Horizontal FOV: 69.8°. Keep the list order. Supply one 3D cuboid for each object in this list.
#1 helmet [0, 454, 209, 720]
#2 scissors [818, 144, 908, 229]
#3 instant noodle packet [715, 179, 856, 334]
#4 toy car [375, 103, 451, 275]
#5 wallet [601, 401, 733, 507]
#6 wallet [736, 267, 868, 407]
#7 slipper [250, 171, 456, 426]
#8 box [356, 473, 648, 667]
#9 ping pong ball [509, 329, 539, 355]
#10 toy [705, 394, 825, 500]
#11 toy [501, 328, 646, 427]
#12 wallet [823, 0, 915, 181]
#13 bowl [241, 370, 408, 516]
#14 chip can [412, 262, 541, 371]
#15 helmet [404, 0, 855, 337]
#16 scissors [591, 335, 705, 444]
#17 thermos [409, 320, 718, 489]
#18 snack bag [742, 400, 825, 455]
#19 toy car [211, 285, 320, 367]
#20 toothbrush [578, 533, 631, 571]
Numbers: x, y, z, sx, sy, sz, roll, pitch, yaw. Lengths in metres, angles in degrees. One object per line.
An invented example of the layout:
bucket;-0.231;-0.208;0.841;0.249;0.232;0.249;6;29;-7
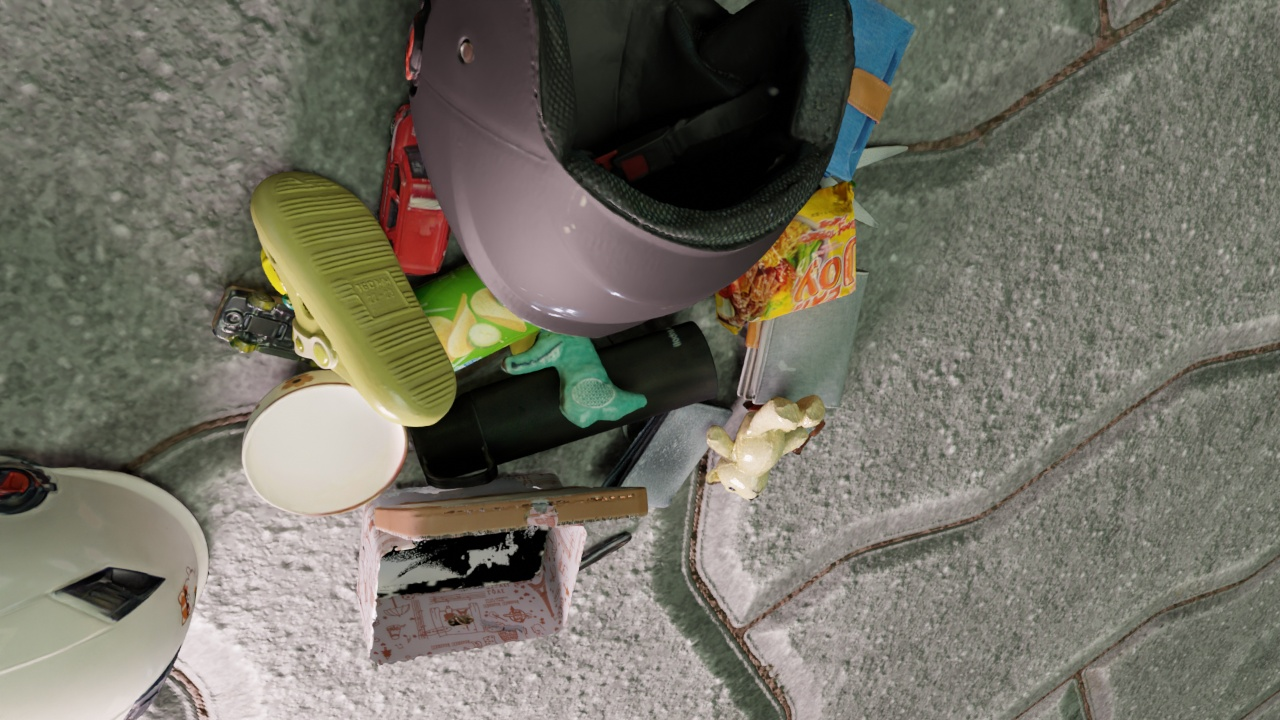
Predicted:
helmet;-0.434;0.196;0.607;0.273;0.157;0.230;-7;122;-23
scissors;0.120;-0.161;0.747;0.221;0.021;0.225;-31;127;-6
instant noodle packet;0.121;-0.084;0.752;0.128;0.044;0.111;-17;122;-17
toy car;-0.150;-0.114;0.630;0.052;0.045;0.121;1;116;-28
wallet;0.025;0.085;0.834;0.097;0.019;0.121;15;115;-52
wallet;0.144;-0.024;0.829;0.106;0.037;0.130;4;107;-20
slipper;-0.196;-0.031;0.593;0.082;0.190;0.091;-35;175;23
box;-0.123;0.143;0.734;0.179;0.130;0.273;-2;149;-26
ping pong ball;-0.083;-0.014;0.724;0.040;0.040;0.040;-12;123;-20
toy;0.114;0.075;0.830;0.105;0.066;0.158;-7;152;-24
toy;-0.053;0.010;0.692;0.096;0.092;0.030;-16;159;-26
wallet;0.145;-0.216;0.705;0.106;0.040;0.133;19;98;-30
bowl;-0.234;0.053;0.678;0.113;0.062;0.114;-11;121;-20
chip can;-0.082;-0.057;0.680;0.221;0.072;0.073;-27;127;-9
helmet;-0.023;-0.150;0.555;0.233;0.274;0.231;-6;147;-33
scissors;-0.012;0.017;0.796;0.162;0.014;0.166;-4;119;-23
thermos;-0.057;0.042;0.733;0.242;0.090;0.068;-19;133;-11
snack bag;0.142;0.054;0.884;0.045;0.026;0.105;-50;128;-1
toy car;-0.248;-0.025;0.641;0.090;0.035;0.042;17;111;-39
toothbrush;-0.088;0.210;0.875;0.181;0.018;0.016;-27;135;-12
